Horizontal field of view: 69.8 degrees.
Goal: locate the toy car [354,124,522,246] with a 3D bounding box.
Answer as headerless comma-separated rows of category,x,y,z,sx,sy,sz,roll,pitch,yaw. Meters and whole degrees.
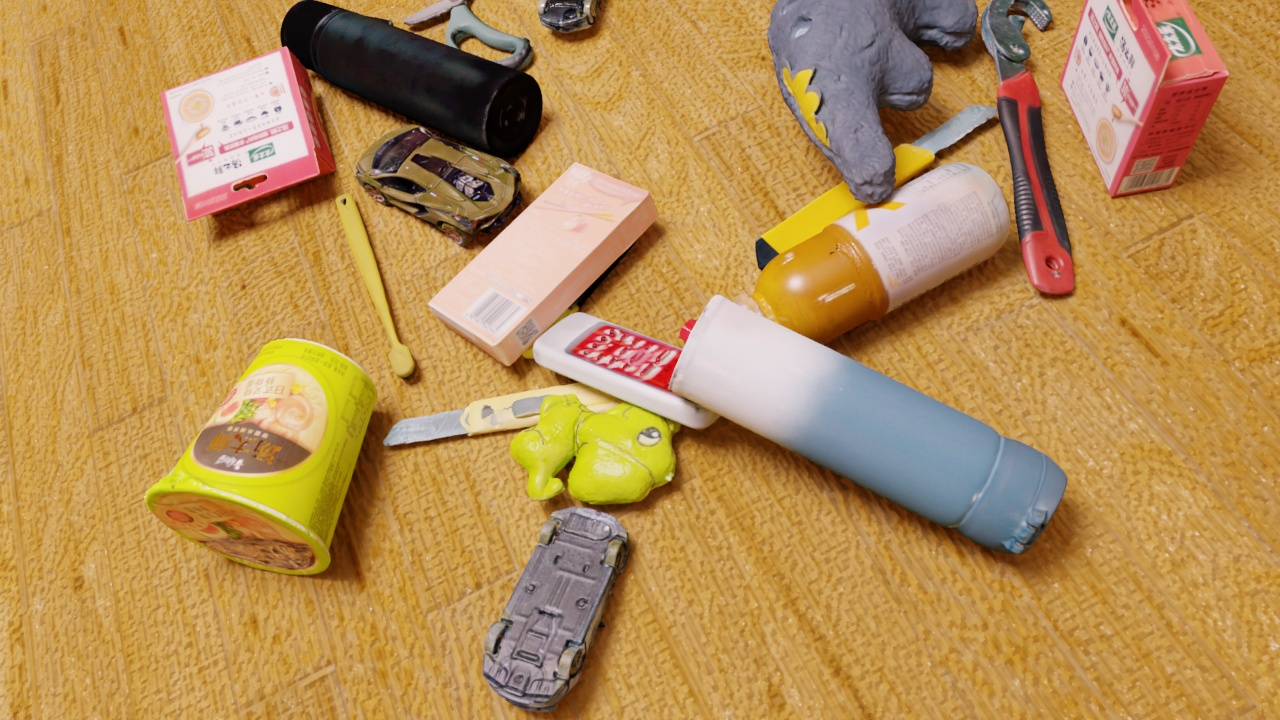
toy car,-0.160,-0.141,0.712,0.158,0.042,0.070,25,68,26

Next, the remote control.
remote control,-0.004,0.003,0.594,0.136,0.020,0.055,22,41,26

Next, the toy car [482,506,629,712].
toy car,-0.047,0.141,0.532,0.054,0.037,0.120,12,54,18

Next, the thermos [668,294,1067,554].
thermos,0.126,0.037,0.519,0.220,0.070,0.070,26,68,9

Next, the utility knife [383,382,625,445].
utility knife,-0.072,0.035,0.612,0.205,0.021,0.030,-12,55,9

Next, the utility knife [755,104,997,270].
utility knife,0.168,-0.124,0.649,0.216,0.015,0.033,-34,61,-8

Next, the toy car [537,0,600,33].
toy car,-0.055,-0.321,0.795,0.049,0.031,0.105,6,61,15

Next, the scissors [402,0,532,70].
scissors,-0.122,-0.320,0.817,0.171,0.019,0.170,-30,61,-8

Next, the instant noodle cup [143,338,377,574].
instant noodle cup,-0.227,0.055,0.581,0.112,0.112,0.123,5,54,14

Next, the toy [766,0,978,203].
toy,0.169,-0.248,0.668,0.138,0.091,0.355,18,58,20

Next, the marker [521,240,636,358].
marker,-0.043,-0.048,0.651,0.018,0.015,0.124,25,65,36

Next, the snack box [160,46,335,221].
snack box,-0.319,-0.177,0.752,0.113,0.044,0.127,-20,73,0

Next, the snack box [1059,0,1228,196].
snack box,0.322,-0.191,0.591,0.044,0.127,0.113,-9,60,6

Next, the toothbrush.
toothbrush,-0.198,-0.058,0.687,0.015,0.017,0.190,-27,58,-3

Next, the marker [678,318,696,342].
marker,0.081,0.019,0.585,0.017,0.017,0.145,-43,62,-14

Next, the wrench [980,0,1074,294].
wrench,0.272,-0.164,0.644,0.056,0.016,0.272,11,63,-7

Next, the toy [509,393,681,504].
toy,-0.026,0.057,0.575,0.100,0.031,0.096,31,70,19

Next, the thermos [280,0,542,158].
thermos,-0.187,-0.245,0.761,0.243,0.069,0.089,28,53,25

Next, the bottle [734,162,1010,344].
bottle,0.141,-0.060,0.587,0.189,0.068,0.068,-28,59,-5

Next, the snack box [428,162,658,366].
snack box,-0.069,-0.072,0.651,0.084,0.026,0.157,31,69,39
